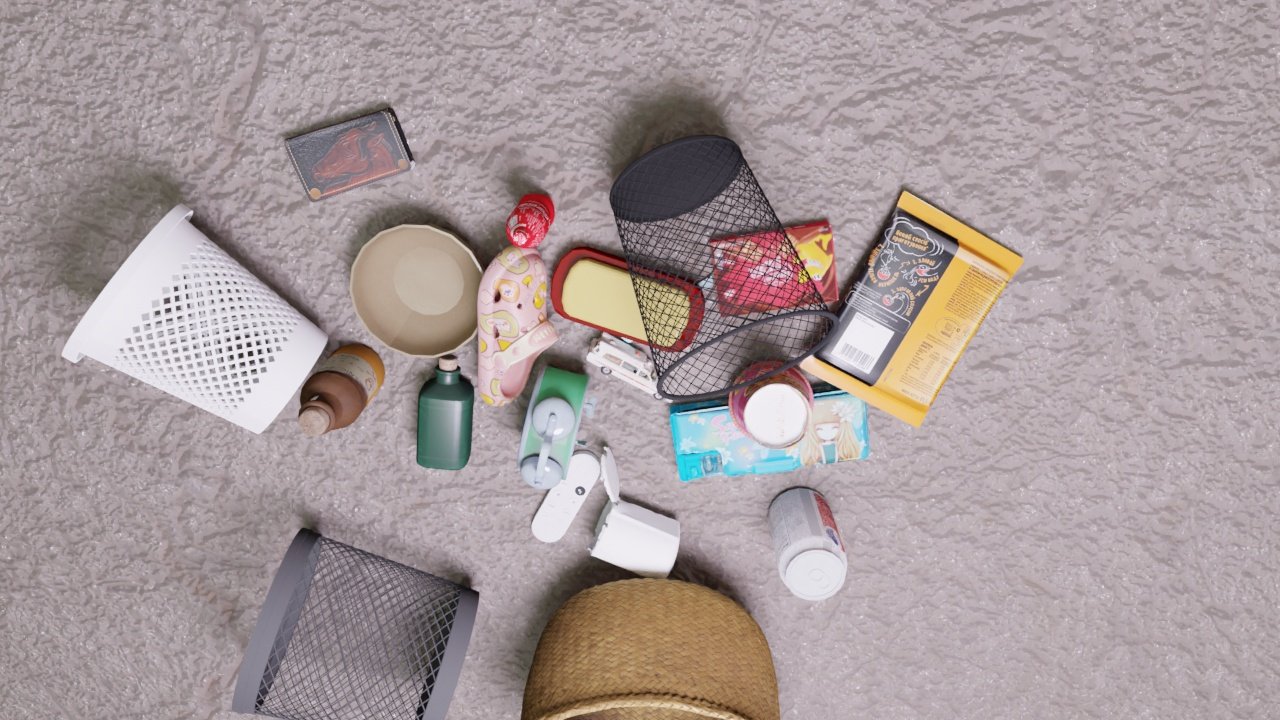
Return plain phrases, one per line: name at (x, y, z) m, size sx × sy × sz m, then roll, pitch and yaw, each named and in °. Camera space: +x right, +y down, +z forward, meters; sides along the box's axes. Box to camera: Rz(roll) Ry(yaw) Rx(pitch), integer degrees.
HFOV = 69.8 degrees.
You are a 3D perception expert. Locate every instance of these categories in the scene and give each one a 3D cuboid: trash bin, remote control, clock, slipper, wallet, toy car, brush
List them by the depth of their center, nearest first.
trash bin at (0.069, -0.094, 0.908) m, size 0.184 × 0.184 × 0.210 m, roll -23°, pitch 71°, yaw 10°
wallet at (-0.312, -0.221, 0.988) m, size 0.123 × 0.019 × 0.072 m, roll -16°, pitch 114°, yaw 8°
trash bin at (-0.463, -0.029, 0.990) m, size 0.199 × 0.195 × 0.196 m, roll 37°, pitch 108°, yaw -22°
slipper at (-0.127, -0.031, 1.013) m, size 0.081 × 0.093 × 0.198 m, roll 23°, pitch 122°, yaw 21°
brush at (-0.015, -0.066, 1.015) m, size 0.173 × 0.041 × 0.082 m, roll 18°, pitch 106°, yaw 2°
clock at (-0.094, 0.078, 1.022) m, size 0.075 × 0.161 × 0.122 m, roll 14°, pitch 111°, yaw -3°
toy car at (-0.006, 0.006, 1.056) m, size 0.113 × 0.039 × 0.039 m, roll 27°, pitch 121°, yaw -8°
trash bin at (-0.334, 0.340, 1.108) m, size 0.227 × 0.217 × 0.218 m, roll 19°, pitch 110°, yaw -10°
remote control at (-0.093, 0.169, 1.136) m, size 0.043 × 0.013 × 0.137 m, roll 27°, pitch 109°, yaw -9°

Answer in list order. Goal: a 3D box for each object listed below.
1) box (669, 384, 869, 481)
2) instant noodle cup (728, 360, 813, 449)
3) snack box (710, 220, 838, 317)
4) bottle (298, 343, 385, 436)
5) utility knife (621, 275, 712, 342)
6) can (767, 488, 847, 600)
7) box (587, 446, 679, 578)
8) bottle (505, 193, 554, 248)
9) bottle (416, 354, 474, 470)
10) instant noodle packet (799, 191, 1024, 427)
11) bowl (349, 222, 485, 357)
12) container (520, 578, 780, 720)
box at (0.152, 0.085, 1.081) m, size 0.227 × 0.041 × 0.094 m, roll -8°, pitch 110°, yaw 5°
instant noodle cup at (0.145, 0.053, 0.998) m, size 0.098 × 0.108 × 0.098 m, roll 0°, pitch 95°, yaw 5°
snack box at (0.149, -0.101, 1.020) m, size 0.133 × 0.021 × 0.089 m, roll -9°, pitch 110°, yaw 5°
bottle at (-0.337, 0.038, 1.016) m, size 0.068 × 0.156 × 0.068 m, roll 1°, pitch 111°, yaw 1°
utility knife at (0.030, -0.059, 1.045) m, size 0.126 × 0.015 × 0.022 m, roll -32°, pitch 100°, yaw 10°
can at (0.195, 0.214, 1.079) m, size 0.078 × 0.136 × 0.078 m, roll 1°, pitch 111°, yaw 1°
box at (-0.008, 0.185, 1.108) m, size 0.140 × 0.083 × 0.142 m, roll 21°, pitch 116°, yaw -5°
bottle at (-0.115, -0.142, 0.947) m, size 0.042 × 0.141 × 0.042 m, roll 1°, pitch 111°, yaw 1°
bottle at (-0.227, 0.057, 1.071) m, size 0.061 × 0.061 × 0.131 m, roll 6°, pitch 111°, yaw -3°
instant noodle packet at (0.301, -0.052, 1.018) m, size 0.160 × 0.032 × 0.221 m, roll 27°, pitch 102°, yaw -11°
bowl at (-0.241, -0.082, 1.023) m, size 0.152 × 0.050 × 0.152 m, roll 1°, pitch 111°, yaw 1°
container at (0.019, 0.403, 1.098) m, size 0.307 × 0.196 × 0.308 m, roll 3°, pitch 132°, yaw 3°
